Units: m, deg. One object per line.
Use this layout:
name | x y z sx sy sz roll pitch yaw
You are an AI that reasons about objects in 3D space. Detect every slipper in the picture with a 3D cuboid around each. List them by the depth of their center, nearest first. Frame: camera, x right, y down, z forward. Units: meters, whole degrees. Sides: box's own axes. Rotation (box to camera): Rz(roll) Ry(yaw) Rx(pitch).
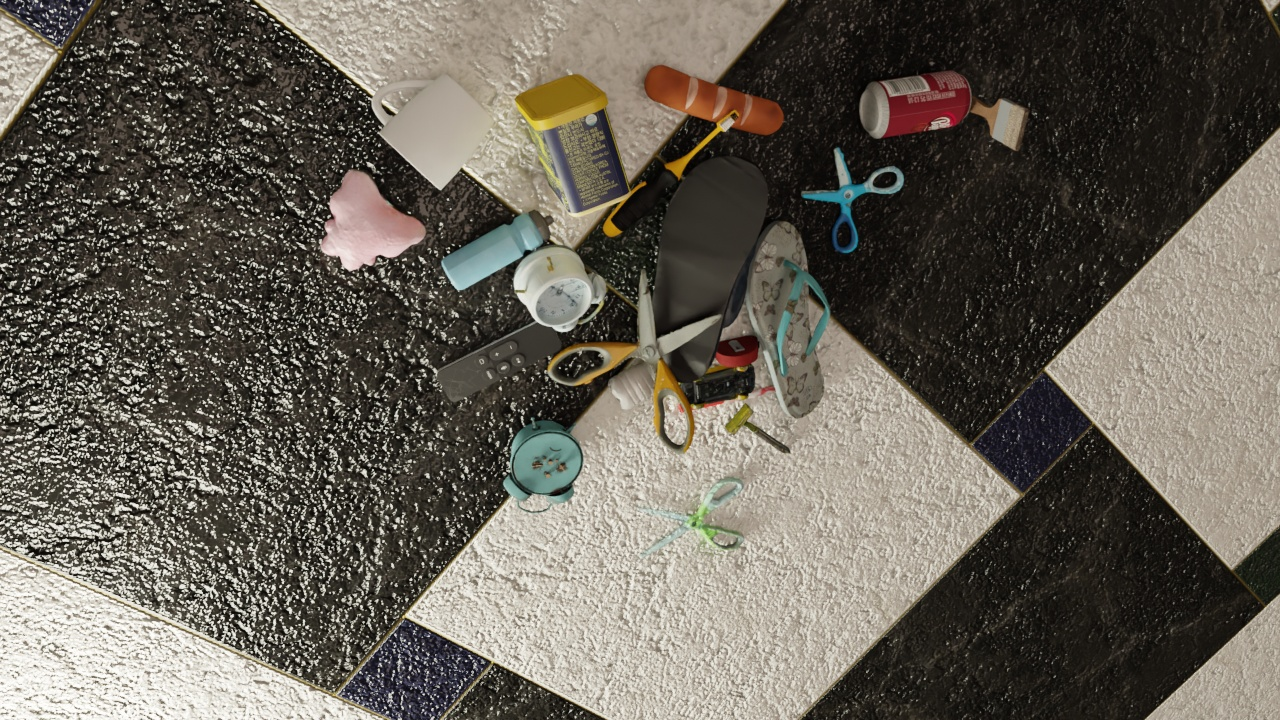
slipper | 0.076 -0.108 1.063 0.109 0.083 0.266 18 109 12
slipper | 0.187 -0.037 1.122 0.098 0.055 0.269 -29 122 -25

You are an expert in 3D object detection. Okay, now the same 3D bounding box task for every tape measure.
tape measure | 0.122 -0.012 1.129 0.059 0.051 0.019 -13 116 -10

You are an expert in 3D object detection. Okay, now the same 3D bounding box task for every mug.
mug | -0.213 -0.242 0.920 0.114 0.081 0.087 43 90 3

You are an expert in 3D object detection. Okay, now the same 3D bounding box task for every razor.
razor | 0.161 0.098 1.209 0.106 0.026 0.042 34 99 -31

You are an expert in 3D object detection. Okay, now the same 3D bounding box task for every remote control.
remote control | -0.165 -0.001 1.074 0.146 0.008 0.045 -27 118 -3

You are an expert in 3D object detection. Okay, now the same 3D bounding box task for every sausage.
sausage | 0.080 -0.281 0.999 0.164 0.044 0.039 11 90 -21

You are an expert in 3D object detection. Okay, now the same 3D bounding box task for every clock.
clock | -0.087 -0.077 1.030 0.083 0.057 0.117 -44 140 14
clock | -0.119 0.131 1.122 0.090 0.053 0.124 10 110 -19

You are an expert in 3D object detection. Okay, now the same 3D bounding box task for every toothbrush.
toothbrush | 0.032 -0.205 1.012 0.197 0.030 0.031 -41 118 17

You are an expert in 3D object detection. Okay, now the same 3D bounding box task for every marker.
marker | 0.118 0.049 1.178 0.142 0.012 0.013 -11 116 -12

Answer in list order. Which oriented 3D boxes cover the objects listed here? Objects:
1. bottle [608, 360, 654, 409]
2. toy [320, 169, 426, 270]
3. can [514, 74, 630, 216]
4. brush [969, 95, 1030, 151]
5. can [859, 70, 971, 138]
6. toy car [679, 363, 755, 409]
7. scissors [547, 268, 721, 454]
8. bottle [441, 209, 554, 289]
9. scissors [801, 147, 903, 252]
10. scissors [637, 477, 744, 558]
bottle | 0.027 0.009 1.114 0.136 0.044 0.044 -32 118 -1
toy | -0.284 -0.137 0.953 0.093 0.050 0.102 -47 121 4
can | -0.068 -0.220 0.934 0.075 0.135 0.104 -22 120 -6
brush | 0.389 -0.282 1.034 0.008 0.143 0.045 -6 123 -13
can | 0.314 -0.294 1.052 0.114 0.063 0.063 -12 116 -11
toy car | 0.095 0.029 1.152 0.106 0.030 0.049 -11 117 -14
scissors | -0.005 0.006 1.064 0.230 0.016 0.225 -4 107 17
bottle | -0.152 -0.124 1.004 0.130 0.040 0.040 -30 118 -2
scissors | 0.255 -0.191 1.111 0.134 0.011 0.140 -4 116 -17
scissors | 0.074 0.213 1.242 0.171 0.024 0.166 20 112 -26
